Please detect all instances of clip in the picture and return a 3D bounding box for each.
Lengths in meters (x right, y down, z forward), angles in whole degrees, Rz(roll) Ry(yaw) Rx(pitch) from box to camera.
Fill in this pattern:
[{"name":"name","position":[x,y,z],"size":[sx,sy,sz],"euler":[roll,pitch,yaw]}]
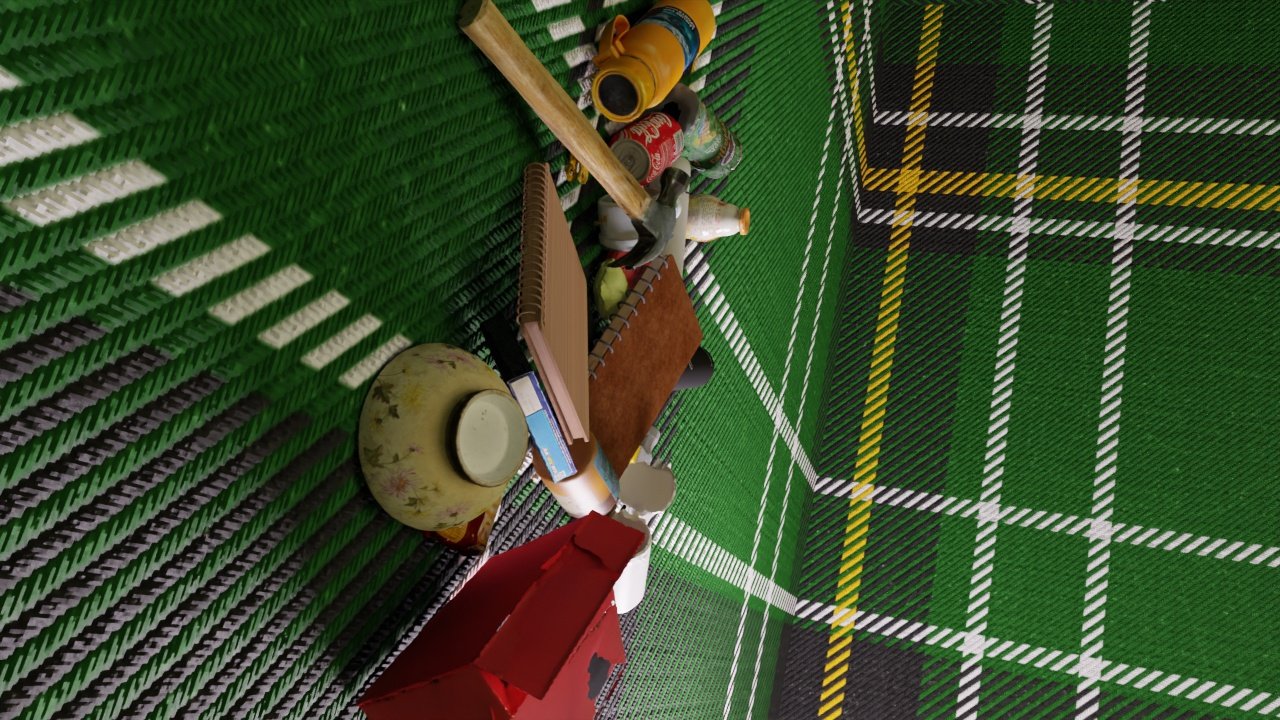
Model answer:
[{"name":"clip","position":[-0.058,-0.202,0.917],"size":[0.049,0.044,0.053],"euler":[72,18,3]}]

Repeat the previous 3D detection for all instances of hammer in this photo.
[{"name":"hammer","position":[-0.053,-0.198,0.828],"size":[0.330,0.033,0.132],"euler":[41,66,-52]},{"name":"hammer","position":[-0.035,0.046,1.072],"size":[0.324,0.029,0.126],"euler":[72,31,-48]}]

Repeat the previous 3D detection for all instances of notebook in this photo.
[{"name":"notebook","position":[-0.075,-0.057,0.823],"size":[0.169,0.022,0.210],"euler":[73,10,-48]},{"name":"notebook","position":[-0.006,0.006,1.034],"size":[0.225,0.024,0.167],"euler":[-58,147,-25]}]

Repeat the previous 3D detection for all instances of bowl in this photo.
[{"name":"bowl","position":[-0.131,0.058,0.682],"size":[0.145,0.063,0.145],"euler":[3,86,-51]}]

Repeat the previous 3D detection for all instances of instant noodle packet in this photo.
[{"name":"instant noodle packet","position":[-0.142,0.091,0.765],"size":[0.098,0.040,0.135],"euler":[60,42,-62]}]

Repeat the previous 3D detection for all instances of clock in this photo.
[{"name":"clock","position":[-0.002,-0.159,1.011],"size":[0.117,0.083,0.057],"euler":[-47,134,-57]}]

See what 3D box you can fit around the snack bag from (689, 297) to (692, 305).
[{"name":"snack bag","position":[0.019,-0.031,1.100],"size":[0.157,0.013,0.057],"euler":[-26,118,-49]}]

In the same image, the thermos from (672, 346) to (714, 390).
[{"name":"thermos","position":[0.039,0.010,1.213],"size":[0.231,0.061,0.061],"euler":[-2,98,-70]}]

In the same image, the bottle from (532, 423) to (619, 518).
[{"name":"bottle","position":[-0.059,0.130,0.969],"size":[0.157,0.068,0.067],"euler":[67,35,-55]}]

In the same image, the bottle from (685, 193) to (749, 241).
[{"name":"bottle","position":[0.088,-0.188,1.212],"size":[0.063,0.109,0.063],"euler":[8,89,-69]}]

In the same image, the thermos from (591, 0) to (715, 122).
[{"name":"thermos","position":[0.008,-0.338,1.004],"size":[0.076,0.091,0.231],"euler":[-58,-178,43]}]

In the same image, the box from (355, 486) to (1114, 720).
[{"name":"box","position":[0.056,0.207,0.667],"size":[0.214,0.512,0.141],"euler":[-45,122,-61]}]

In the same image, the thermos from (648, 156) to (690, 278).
[{"name":"thermos","position":[0.029,-0.142,1.146],"size":[0.052,0.052,0.224],"euler":[-14,109,-69]}]

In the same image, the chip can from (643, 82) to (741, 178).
[{"name":"chip can","position":[0.072,-0.292,1.184],"size":[0.223,0.075,0.075],"euler":[1,96,-70]}]

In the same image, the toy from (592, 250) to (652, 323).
[{"name":"toy","position":[-0.015,-0.092,1.049],"size":[0.134,0.045,0.092],"euler":[-45,141,-51]}]

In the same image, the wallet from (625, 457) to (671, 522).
[{"name":"wallet","position":[0.005,0.185,1.233],"size":[0.116,0.032,0.086],"euler":[-35,140,-68]}]

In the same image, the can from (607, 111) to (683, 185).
[{"name":"can","position":[0.005,-0.236,1.026],"size":[0.104,0.064,0.064],"euler":[-53,144,-55]}]

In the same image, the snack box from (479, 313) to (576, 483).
[{"name":"snack box","position":[-0.098,0.036,0.814],"size":[0.082,0.027,0.150],"euler":[56,-11,39]}]

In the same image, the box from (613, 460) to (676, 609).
[{"name":"box","position":[-0.014,0.204,1.071],"size":[0.142,0.083,0.138],"euler":[-45,151,-47]}]
